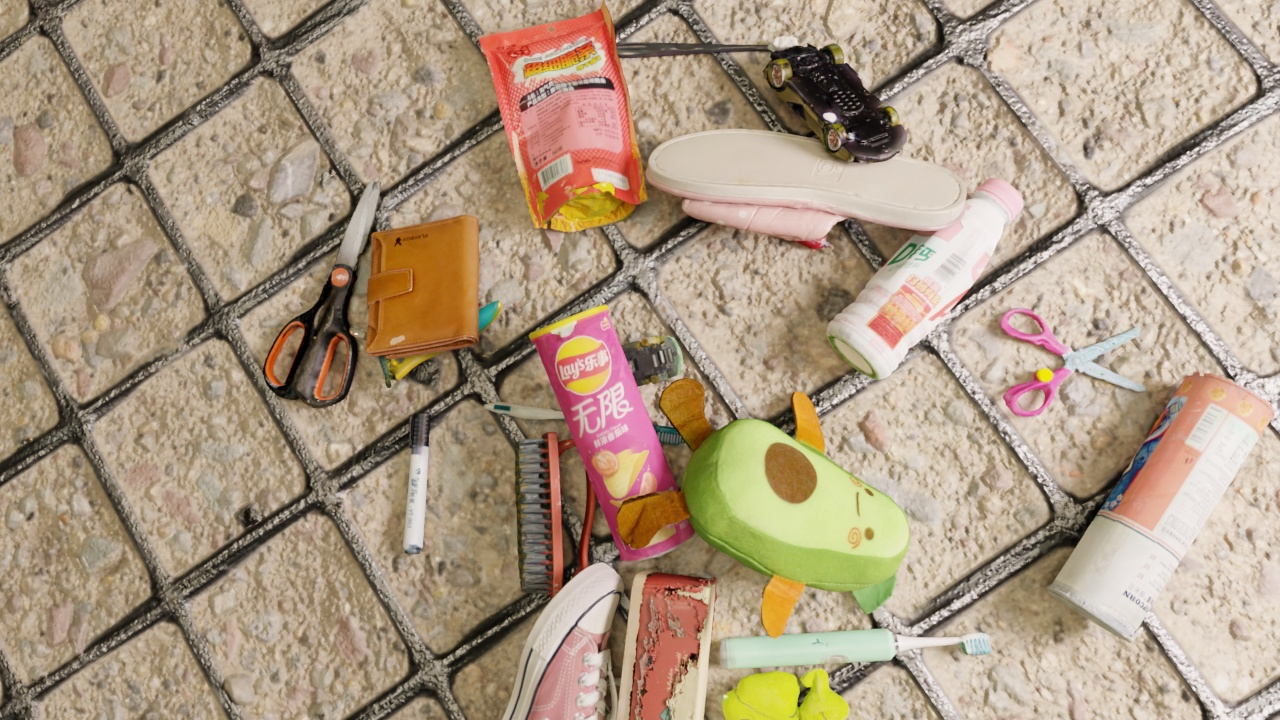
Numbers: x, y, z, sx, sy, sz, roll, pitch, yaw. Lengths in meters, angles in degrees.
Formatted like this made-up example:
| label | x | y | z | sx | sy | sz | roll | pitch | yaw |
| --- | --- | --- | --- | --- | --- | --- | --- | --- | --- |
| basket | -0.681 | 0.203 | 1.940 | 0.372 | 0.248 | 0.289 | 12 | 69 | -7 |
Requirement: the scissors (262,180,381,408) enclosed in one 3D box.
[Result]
| label | x | y | z | sx | sy | sz | roll | pitch | yaw |
| --- | --- | --- | --- | --- | --- | --- | --- | --- | --- |
| scissors | -0.307 | -0.071 | 0.883 | 0.137 | 0.021 | 0.235 | -3 | 83 | 8 |

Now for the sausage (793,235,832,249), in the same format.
| label | x | y | z | sx | sy | sz | roll | pitch | yaw |
| --- | --- | --- | --- | --- | --- | --- | --- | --- | --- |
| sausage | 0.103 | -0.137 | 0.836 | 0.156 | 0.020 | 0.020 | 28 | 87 | 11 |

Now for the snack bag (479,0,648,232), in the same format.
| label | x | y | z | sx | sy | sz | roll | pitch | yaw |
| --- | --- | --- | --- | --- | --- | --- | --- | --- | --- |
| snack bag | -0.068 | -0.228 | 0.853 | 0.128 | 0.073 | 0.207 | -15 | 76 | 2 |

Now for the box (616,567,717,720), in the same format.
| label | x | y | z | sx | sy | sz | roll | pitch | yaw |
| --- | --- | --- | --- | --- | --- | --- | --- | --- | --- |
| box | 0.030 | 0.263 | 0.759 | 0.079 | 0.091 | 0.168 | 5 | 84 | 12 |

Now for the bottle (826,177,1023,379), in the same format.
| label | x | y | z | sx | sy | sz | roll | pitch | yaw |
| --- | --- | --- | --- | --- | --- | --- | --- | --- | --- |
| bottle | 0.247 | -0.074 | 0.787 | 0.068 | 0.068 | 0.197 | 42 | 86 | 11 |

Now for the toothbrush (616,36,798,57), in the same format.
| label | x | y | z | sx | sy | sz | roll | pitch | yaw |
| --- | --- | --- | --- | --- | --- | --- | --- | --- | --- |
| toothbrush | 0.058 | -0.295 | 0.865 | 0.181 | 0.018 | 0.015 | 1 | 86 | 9 |

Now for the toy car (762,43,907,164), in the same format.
| label | x | y | z | sx | sy | sz | roll | pitch | yaw |
| --- | --- | --- | --- | --- | --- | --- | --- | --- | --- |
| toy car | 0.168 | -0.224 | 0.804 | 0.070 | 0.042 | 0.158 | -21 | 60 | -19 |

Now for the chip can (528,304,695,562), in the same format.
| label | x | y | z | sx | sy | sz | roll | pitch | yaw |
| --- | --- | --- | --- | --- | --- | --- | --- | --- | --- |
| chip can | -0.023 | 0.062 | 0.781 | 0.071 | 0.071 | 0.210 | -22 | 93 | 4 |

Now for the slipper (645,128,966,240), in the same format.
| label | x | y | z | sx | sy | sz | roll | pitch | yaw |
| --- | --- | --- | --- | --- | --- | --- | --- | --- | --- |
| slipper | 0.139 | -0.146 | 0.796 | 0.274 | 0.054 | 0.113 | 9 | 44 | 12 |

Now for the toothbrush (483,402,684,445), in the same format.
| label | x | y | z | sx | sy | sz | roll | pitch | yaw |
| --- | --- | --- | --- | --- | --- | --- | --- | --- | --- |
| toothbrush | -0.051 | 0.057 | 0.835 | 0.192 | 0.016 | 0.018 | 7 | 94 | 8 |

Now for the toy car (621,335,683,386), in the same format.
| label | x | y | z | sx | sy | sz | roll | pitch | yaw |
| --- | --- | --- | --- | --- | --- | --- | --- | --- | --- |
| toy car | -0.005 | 0.005 | 0.823 | 0.091 | 0.036 | 0.043 | -14 | 88 | 21 |

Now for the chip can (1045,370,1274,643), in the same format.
| label | x | y | z | sx | sy | sz | roll | pitch | yaw |
| --- | --- | --- | --- | --- | --- | --- | --- | --- | --- |
| chip can | 0.416 | 0.115 | 0.734 | 0.071 | 0.071 | 0.214 | 33 | 88 | 10 |

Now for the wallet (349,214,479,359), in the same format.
| label | x | y | z | sx | sy | sz | roll | pitch | yaw |
| --- | --- | --- | --- | --- | --- | --- | --- | --- | --- |
| wallet | -0.207 | -0.067 | 0.854 | 0.119 | 0.035 | 0.130 | -8 | 66 | 6 |

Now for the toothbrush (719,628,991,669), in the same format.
| label | x | y | z | sx | sy | sz | roll | pitch | yaw |
| --- | --- | --- | --- | --- | --- | --- | --- | --- | --- |
| toothbrush | 0.179 | 0.242 | 0.774 | 0.224 | 0.026 | 0.027 | -6 | 46 | 7 |

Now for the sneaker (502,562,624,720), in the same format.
| label | x | y | z | sx | sy | sz | roll | pitch | yaw |
| --- | --- | --- | --- | --- | --- | --- | --- | --- | --- |
| sneaker | -0.059 | 0.289 | 0.763 | 0.088 | 0.118 | 0.241 | 26 | 93 | 28 |

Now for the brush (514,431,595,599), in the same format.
| label | x | y | z | sx | sy | sz | roll | pitch | yaw |
| --- | --- | --- | --- | --- | --- | --- | --- | --- | --- |
| brush | -0.074 | 0.136 | 0.806 | 0.069 | 0.063 | 0.145 | -1 | 83 | -11 |

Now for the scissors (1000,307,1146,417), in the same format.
| label | x | y | z | sx | sy | sz | roll | pitch | yaw |
| --- | --- | --- | --- | --- | --- | --- | --- | --- | --- |
| scissors | 0.364 | -0.006 | 0.786 | 0.133 | 0.017 | 0.125 | -26 | 77 | -1 |

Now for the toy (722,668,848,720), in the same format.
| label | x | y | z | sx | sy | sz | roll | pitch | yaw |
| --- | --- | --- | --- | --- | --- | --- | --- | --- | --- |
| toy | 0.119 | 0.297 | 0.773 | 0.100 | 0.031 | 0.096 | 26 | 87 | 6 |

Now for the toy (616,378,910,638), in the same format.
| label | x | y | z | sx | sy | sz | roll | pitch | yaw |
| --- | --- | --- | --- | --- | --- | --- | --- | --- | --- |
| toy | 0.113 | 0.116 | 0.751 | 0.246 | 0.090 | 0.226 | 22 | 58 | -7 |

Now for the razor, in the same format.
| label | x | y | z | sx | sy | sz | roll | pitch | yaw |
| --- | --- | --- | --- | --- | --- | --- | --- | --- | --- |
| razor | -0.185 | -0.020 | 0.856 | 0.132 | 0.028 | 0.043 | -28 | 59 | 5 |

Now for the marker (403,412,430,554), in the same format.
| label | x | y | z | sx | sy | sz | roll | pitch | yaw |
| --- | --- | --- | --- | --- | --- | --- | --- | --- | --- |
| marker | -0.208 | 0.113 | 0.849 | 0.023 | 0.018 | 0.130 | 1 | 82 | 17 |
